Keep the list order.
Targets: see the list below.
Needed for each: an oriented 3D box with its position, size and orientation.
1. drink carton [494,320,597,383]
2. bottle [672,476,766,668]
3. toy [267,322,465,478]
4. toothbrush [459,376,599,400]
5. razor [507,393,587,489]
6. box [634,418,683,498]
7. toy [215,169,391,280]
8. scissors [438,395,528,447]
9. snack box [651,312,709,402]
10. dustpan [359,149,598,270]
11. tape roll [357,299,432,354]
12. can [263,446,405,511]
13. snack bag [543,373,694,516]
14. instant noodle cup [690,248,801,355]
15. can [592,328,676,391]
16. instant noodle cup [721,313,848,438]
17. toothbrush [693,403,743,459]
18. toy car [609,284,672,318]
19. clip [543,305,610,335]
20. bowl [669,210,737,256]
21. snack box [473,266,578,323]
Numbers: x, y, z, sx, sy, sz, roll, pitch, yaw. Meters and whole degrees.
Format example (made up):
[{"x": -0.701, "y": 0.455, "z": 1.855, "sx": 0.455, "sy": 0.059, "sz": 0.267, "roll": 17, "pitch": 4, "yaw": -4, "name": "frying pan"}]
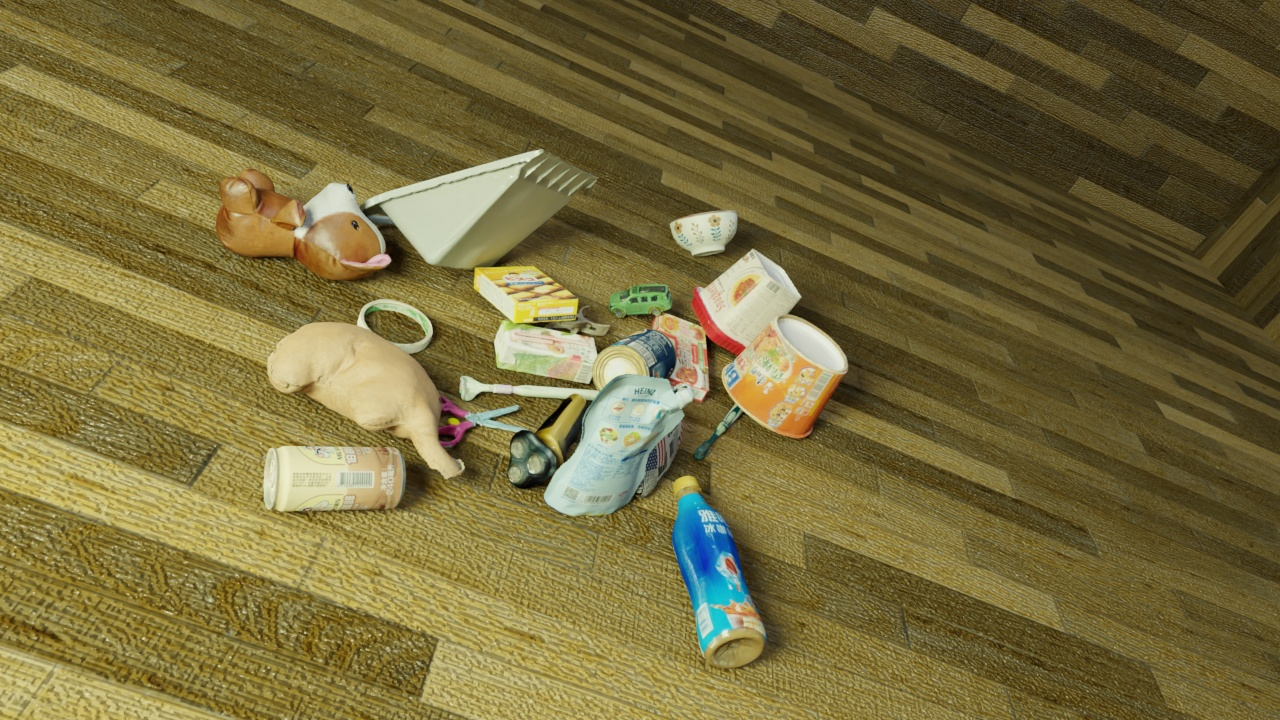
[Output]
[{"x": -0.116, "y": -0.011, "z": 1.135, "sx": 0.122, "sy": 0.046, "sz": 0.053, "roll": 12, "pitch": 37, "yaw": -22, "name": "drink carton"}, {"x": 0.071, "y": 0.209, "z": 0.952, "sx": 0.065, "sy": 0.065, "sz": 0.218, "roll": 12, "pitch": 35, "yaw": -23, "name": "bottle"}, {"x": -0.262, "y": 0.035, "z": 0.931, "sx": 0.226, "sy": 0.083, "sz": 0.143, "roll": 29, "pitch": 28, "yaw": 1, "name": "toy"}, {"x": -0.124, "y": 0.037, "z": 1.089, "sx": 0.189, "sy": 0.020, "sz": 0.029, "roll": 5, "pitch": 70, "yaw": -33, "name": "toothbrush"}, {"x": -0.097, "y": 0.081, "z": 1.017, "sx": 0.067, "sy": 0.062, "sz": 0.167, "roll": 56, "pitch": 26, "yaw": -12, "name": "razor"}, {"x": 0.012, "y": 0.099, "z": 1.074, "sx": 0.088, "sy": 0.076, "sz": 0.162, "roll": 50, "pitch": 30, "yaw": -6, "name": "box"}, {"x": -0.389, "y": -0.159, "z": 1.084, "sx": 0.199, "sy": 0.130, "sz": 0.140, "roll": 26, "pitch": 13, "yaw": -17, "name": "toy"}, {"x": -0.190, "y": 0.060, "z": 1.011, "sx": 0.113, "sy": 0.017, "sz": 0.134, "roll": 41, "pitch": 35, "yaw": 28, "name": "scissors"}, {"x": 0.054, "y": -0.007, "z": 1.270, "sx": 0.075, "sy": 0.026, "sz": 0.152, "roll": 20, "pitch": 34, "yaw": -12, "name": "snack box"}, {"x": -0.221, "y": -0.214, "z": 1.176, "sx": 0.142, "sy": 0.258, "sz": 0.222, "roll": 51, "pitch": 13, "yaw": 7, "name": "dustpan"}, {"x": -0.288, "y": -0.040, "z": 1.079, "sx": 0.085, "sy": 0.014, "sz": 0.085, "roll": 19, "pitch": 34, "yaw": -13, "name": "tape roll"}, {"x": -0.279, "y": 0.108, "z": 0.841, "sx": 0.116, "sy": 0.059, "sz": 0.058, "roll": 4, "pitch": 40, "yaw": -32, "name": "can"}, {"x": -0.022, "y": 0.086, "z": 0.935, "sx": 0.110, "sy": 0.191, "sz": 0.038, "roll": 10, "pitch": 39, "yaw": -25, "name": "snack bag"}, {"x": 0.157, "y": -0.085, "z": 1.340, "sx": 0.116, "sy": 0.124, "sz": 0.116, "roll": 27, "pitch": 28, "yaw": -37, "name": "instant noodle cup"}, {"x": -0.007, "y": 0.007, "z": 1.142, "sx": 0.075, "sy": 0.075, "sz": 0.111, "roll": 34, "pitch": 21, "yaw": 10, "name": "can"}, {"x": 0.203, "y": 0.016, "z": 1.254, "sx": 0.151, "sy": 0.112, "sz": 0.151, "roll": 25, "pitch": 29, "yaw": -15, "name": "instant noodle cup"}, {"x": 0.112, "y": 0.081, "z": 1.198, "sx": 0.016, "sy": 0.018, "sz": 0.191, "roll": 35, "pitch": 34, "yaw": 11, "name": "toothbrush"}, {"x": -0.001, "y": -0.086, "z": 1.311, "sx": 0.091, "sy": 0.036, "sz": 0.043, "roll": -7, "pitch": 37, "yaw": 5, "name": "toy car"}, {"x": -0.088, "y": -0.051, "z": 1.224, "sx": 0.072, "sy": 0.035, "sz": 0.100, "roll": 44, "pitch": 31, "yaw": 25, "name": "clip"}, {"x": 0.110, "y": -0.210, "z": 1.539, "sx": 0.113, "sy": 0.114, "sz": 0.062, "roll": -10, "pitch": 91, "yaw": -43, "name": "bowl"}, {"x": -0.150, "y": -0.087, "z": 1.182, "sx": 0.086, "sy": 0.034, "sz": 0.140, "roll": -5, "pitch": 23, "yaw": -31, "name": "snack box"}]
